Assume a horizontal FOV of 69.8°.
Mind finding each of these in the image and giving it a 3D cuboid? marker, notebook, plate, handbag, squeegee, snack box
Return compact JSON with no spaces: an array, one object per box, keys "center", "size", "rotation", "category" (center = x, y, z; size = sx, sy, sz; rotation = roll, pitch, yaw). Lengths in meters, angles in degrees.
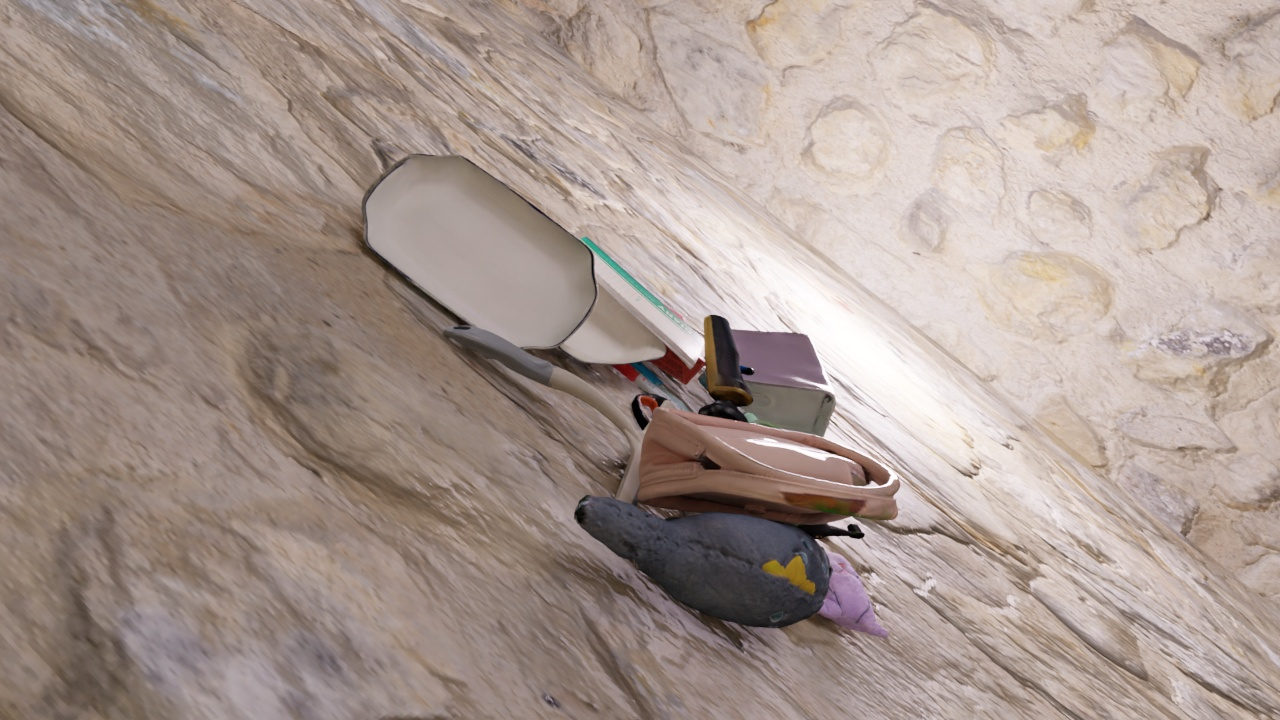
[{"center":[0.024,0.044,1.074],"size":[0.145,0.017,0.017],"rotation":[40,20,9],"category":"marker"},{"center":[-0.005,-0.077,1.130],"size":[0.209,0.012,0.150],"rotation":[42,14,-2],"category":"notebook"},{"center":[-0.170,-0.112,0.979],"size":[0.265,0.034,0.161],"rotation":[35,62,0],"category":"plate"},{"center":[0.119,0.100,0.777],"size":[0.193,0.093,0.234],"rotation":[10,-4,-20],"category":"handbag"},{"center":[-0.080,0.025,0.890],"size":[0.246,0.039,0.245],"rotation":[33,26,0],"category":"squeegee"},{"center":[0.018,-0.040,1.197],"size":[0.113,0.044,0.127],"rotation":[34,18,-29],"category":"snack box"},{"center":[0.168,0.029,1.226],"size":[0.145,0.099,0.196],"rotation":[15,22,-6],"category":"handbag"},{"center":[-0.065,-0.043,1.064],"size":[0.164,0.034,0.163],"rotation":[-2,44,-44],"category":"plate"}]

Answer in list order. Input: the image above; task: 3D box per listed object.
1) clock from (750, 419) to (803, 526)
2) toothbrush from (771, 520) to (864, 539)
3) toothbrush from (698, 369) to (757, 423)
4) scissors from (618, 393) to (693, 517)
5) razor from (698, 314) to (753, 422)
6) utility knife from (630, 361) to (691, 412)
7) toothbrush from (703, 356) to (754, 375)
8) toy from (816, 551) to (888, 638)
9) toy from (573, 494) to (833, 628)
[{"center":[0.154,0.118,0.989],"size":[0.116,0.056,0.161],"rotation":[39,18,9],"category":"clock"},{"center":[0.194,0.186,1.024],"size":[0.212,0.026,0.027],"rotation":[16,40,-46],"category":"toothbrush"},{"center":[0.142,0.094,1.087],"size":[0.224,0.027,0.026],"rotation":[52,18,23],"category":"toothbrush"},{"center":[0.046,0.103,0.968],"size":[0.230,0.022,0.220],"rotation":[18,26,-36],"category":"scissors"},{"center":[0.095,0.013,1.097],"size":[0.062,0.068,0.167],"rotation":[42,33,-42],"category":"razor"},{"center":[-0.007,0.006,1.107],"size":[0.209,0.018,0.034],"rotation":[42,20,13],"category":"utility knife"},{"center":[0.091,0.003,1.172],"size":[0.016,0.014,0.190],"rotation":[25,-4,-26],"category":"toothbrush"},{"center":[0.196,0.229,0.914],"size":[0.084,0.039,0.107],"rotation":[23,23,-11],"category":"toy"},{"center":[0.087,0.170,0.786],"size":[0.355,0.091,0.138],"rotation":[20,9,-47],"category":"toy"}]
